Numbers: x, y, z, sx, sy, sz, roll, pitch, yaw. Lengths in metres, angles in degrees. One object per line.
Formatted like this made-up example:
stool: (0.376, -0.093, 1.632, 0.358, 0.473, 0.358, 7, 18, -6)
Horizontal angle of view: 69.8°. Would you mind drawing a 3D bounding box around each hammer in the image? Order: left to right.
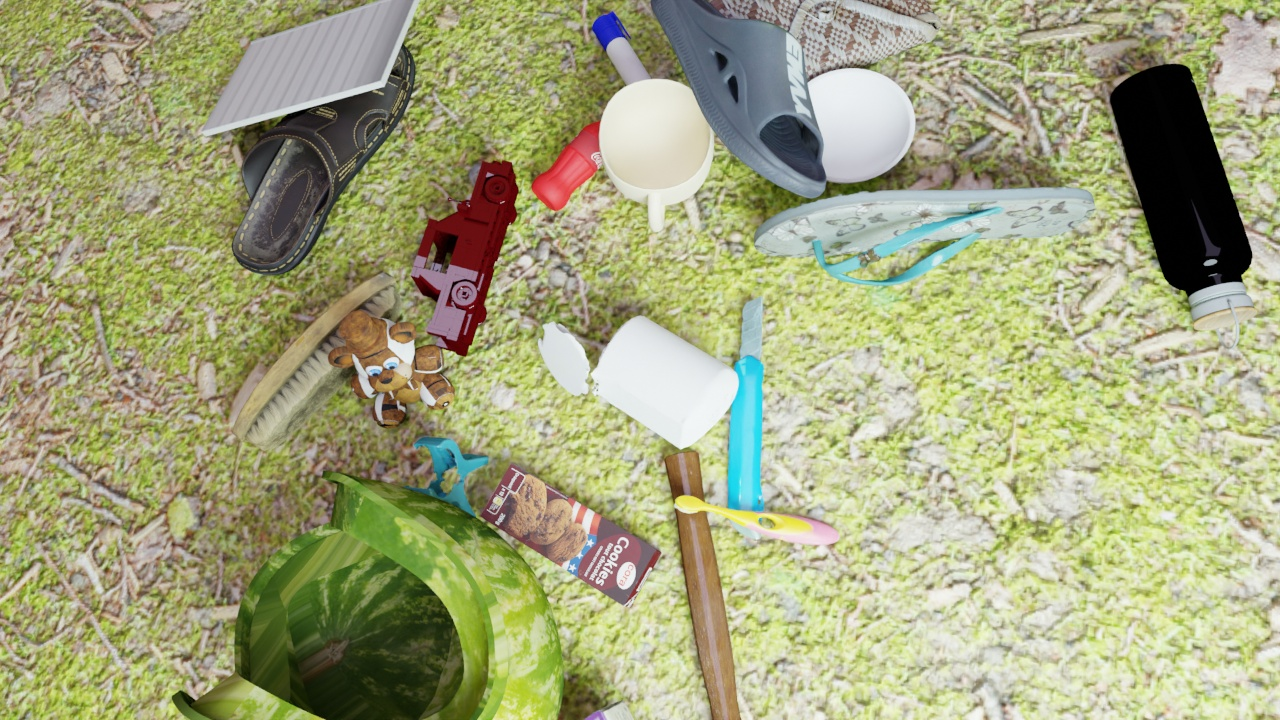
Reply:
hammer: (0.056, 0.229, 0.706, 0.115, 0.033, 0.322, -11, 71, 5)

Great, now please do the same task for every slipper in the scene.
slipper: (-0.310, -0.205, 0.877, 0.113, 0.076, 0.267, 25, 79, 16)
slipper: (0.096, -0.241, 0.754, 0.083, 0.110, 0.268, -44, 53, 29)
slipper: (0.227, -0.100, 0.739, 0.269, 0.098, 0.054, -5, 71, 7)

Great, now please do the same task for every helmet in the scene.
helmet: (-0.172, 0.207, 0.643, 0.243, 0.248, 0.212, 29, 68, -4)

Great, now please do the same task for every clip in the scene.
clip: (-0.151, 0.081, 0.739, 0.028, 0.127, 0.113, 2, 83, 10)

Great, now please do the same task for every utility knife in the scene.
utility knife: (0.091, 0.044, 0.762, 0.031, 0.015, 0.205, 2, 78, 10)

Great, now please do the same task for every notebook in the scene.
notebook: (-0.319, -0.291, 0.893, 0.210, 0.009, 0.142, -8, 53, 21)

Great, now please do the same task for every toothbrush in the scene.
toothbrush: (0.092, 0.126, 0.724, 0.135, 0.016, 0.021, 13, 62, -6)

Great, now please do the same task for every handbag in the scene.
handbag: (0.166, -0.314, 0.841, 0.186, 0.047, 0.124, -22, 70, 3)

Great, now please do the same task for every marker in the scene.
marker: (-0.005, -0.274, 0.871, 0.027, 0.023, 0.133, -33, 70, 13)

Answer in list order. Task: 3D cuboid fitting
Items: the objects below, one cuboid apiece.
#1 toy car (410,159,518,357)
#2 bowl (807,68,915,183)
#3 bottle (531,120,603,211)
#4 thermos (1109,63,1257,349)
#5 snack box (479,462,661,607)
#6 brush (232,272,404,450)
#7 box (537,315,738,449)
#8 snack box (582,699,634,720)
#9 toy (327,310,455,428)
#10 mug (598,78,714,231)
toy car: (-0.158, -0.095, 0.819, 0.062, 0.070, 0.169, 14, 76, 1)
bowl: (0.182, -0.196, 0.805, 0.110, 0.040, 0.109, -3, 73, 10)
bottle: (-0.050, -0.191, 0.848, 0.036, 0.036, 0.119, 39, 83, 18)
thermos: (0.435, -0.119, 0.726, 0.061, 0.061, 0.231, -9, 72, 7)
snack box: (-0.057, 0.142, 0.750, 0.141, 0.032, 0.051, 28, 80, 17)
brush: (-0.284, 0.001, 0.820, 0.043, 0.059, 0.195, 40, 81, 7)
box: (-0.007, 0.005, 0.755, 0.166, 0.083, 0.092, 34, 64, 19)
snack box: (-0.041, 0.347, 0.661, 0.148, 0.040, 0.143, -37, 70, 16)
toy: (-0.215, 0.003, 0.782, 0.087, 0.113, 0.067, -21, 59, 4)
mug: (0.015, -0.171, 0.798, 0.096, 0.099, 0.120, 1, 89, 4)
